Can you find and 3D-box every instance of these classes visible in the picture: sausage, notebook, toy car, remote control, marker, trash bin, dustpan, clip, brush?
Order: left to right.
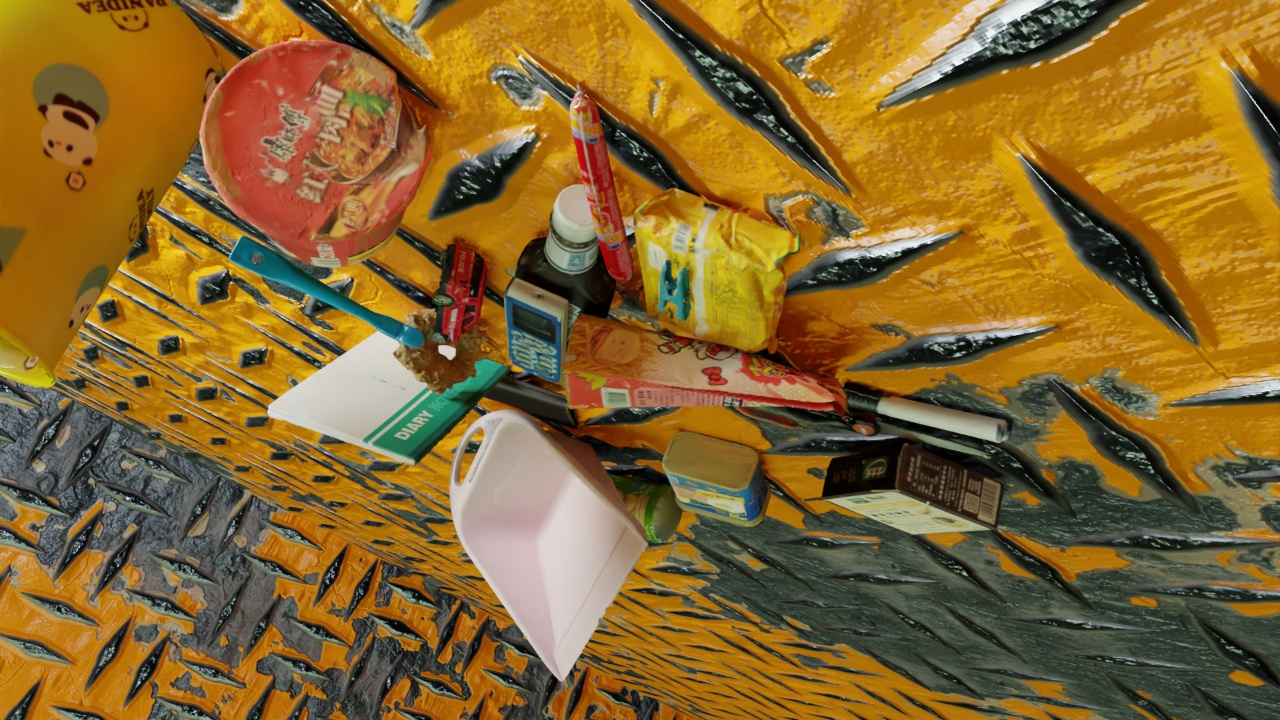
[{"bbox_3d":[-0.439,-0.148,0.630,0.230,0.254,0.230,20,155,9],"label":"trash bin"},{"bbox_3d":[-0.252,-0.044,0.849,0.254,0.083,0.046,29,174,-32],"label":"brush"},{"bbox_3d":[-0.238,0.027,0.906,0.150,0.208,0.012,18,118,9],"label":"notebook"},{"bbox_3d":[-0.162,-0.055,0.814,0.045,0.052,0.121,12,154,-13],"label":"toy car"},{"bbox_3d":[-0.131,0.191,1.046,0.138,0.223,0.273,16,-157,-26],"label":"dustpan"},{"bbox_3d":[-0.082,-0.022,0.737,0.049,0.024,0.125,23,155,5],"label":"remote control"},{"bbox_3d":[-0.025,-0.107,0.595,0.020,0.020,0.156,12,140,24],"label":"sausage"},{"bbox_3d":[0.023,-0.047,0.616,0.046,0.014,0.057,25,155,17],"label":"clip"},{"bbox_3d":[0.219,0.040,0.710,0.131,0.018,0.023,13,144,24],"label":"marker"}]

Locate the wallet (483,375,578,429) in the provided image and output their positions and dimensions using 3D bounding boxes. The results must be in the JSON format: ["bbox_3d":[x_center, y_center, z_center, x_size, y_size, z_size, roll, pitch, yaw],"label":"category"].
[{"bbox_3d":[-0.130,0.042,1.017,0.122,0.020,0.096,19,164,9],"label":"wallet"}]

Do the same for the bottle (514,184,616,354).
[{"bbox_3d":[-0.057,-0.067,0.710,0.080,0.044,0.195,24,155,0],"label":"bottle"}]

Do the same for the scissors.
[{"bbox_3d":[0.171,0.044,0.755,0.235,0.021,0.125,4,148,37],"label":"scissors"}]

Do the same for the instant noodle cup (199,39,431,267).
[{"bbox_3d":[-0.218,-0.130,0.629,0.138,0.137,0.109,27,164,-8],"label":"instant noodle cup"}]

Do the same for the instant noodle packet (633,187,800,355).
[{"bbox_3d":[0.050,-0.060,0.629,0.111,0.044,0.129,20,153,13],"label":"instant noodle packet"}]

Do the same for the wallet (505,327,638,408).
[{"bbox_3d":[-0.062,0.005,0.876,0.101,0.020,0.115,12,153,41],"label":"wallet"}]

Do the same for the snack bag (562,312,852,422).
[{"bbox_3d":[0.049,0.013,0.690,0.208,0.073,0.128,7,-174,3],"label":"snack bag"}]

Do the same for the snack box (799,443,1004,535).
[{"bbox_3d":[0.222,0.114,0.791,0.125,0.053,0.113,23,160,-16],"label":"snack box"}]

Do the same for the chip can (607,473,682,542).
[{"bbox_3d":[-0.053,0.174,1.155,0.222,0.072,0.072,7,151,32],"label":"chip can"}]

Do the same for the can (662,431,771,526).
[{"bbox_3d":[0.079,0.122,0.954,0.102,0.057,0.083,12,151,23],"label":"can"}]
